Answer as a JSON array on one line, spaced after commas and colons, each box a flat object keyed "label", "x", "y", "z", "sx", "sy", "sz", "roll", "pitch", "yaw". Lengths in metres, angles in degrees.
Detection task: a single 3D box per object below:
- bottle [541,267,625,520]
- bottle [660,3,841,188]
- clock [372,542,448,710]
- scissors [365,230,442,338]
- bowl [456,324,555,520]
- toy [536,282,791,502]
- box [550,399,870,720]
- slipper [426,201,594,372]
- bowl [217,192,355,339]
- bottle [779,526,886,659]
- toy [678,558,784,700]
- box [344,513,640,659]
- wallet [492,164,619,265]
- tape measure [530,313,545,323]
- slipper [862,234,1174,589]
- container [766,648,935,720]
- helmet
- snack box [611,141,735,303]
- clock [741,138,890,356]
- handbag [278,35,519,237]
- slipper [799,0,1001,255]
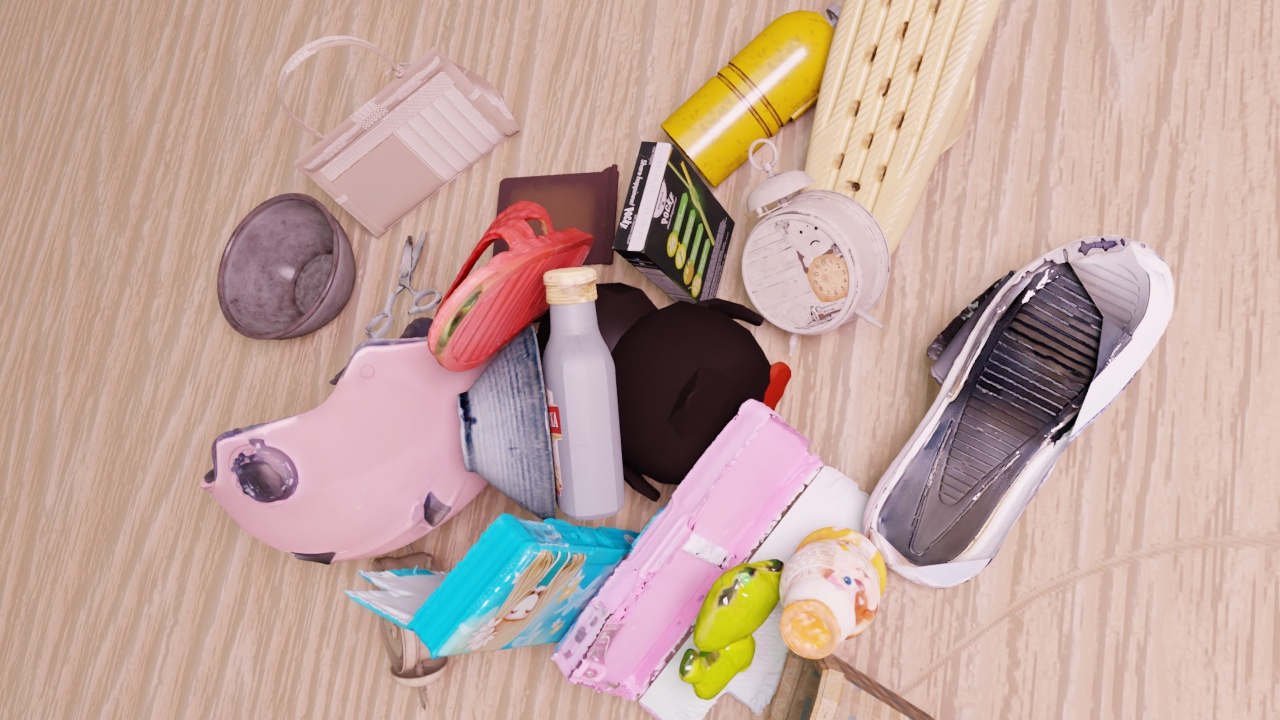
[{"label": "bottle", "x": -0.041, "y": 0.020, "z": 0.615, "sx": 0.046, "sy": 0.072, "sz": 0.161, "roll": -6, "pitch": 102, "yaw": -11}, {"label": "bottle", "x": 0.100, "y": -0.220, "z": 0.743, "sx": 0.164, "sy": 0.071, "sz": 0.071, "roll": -41, "pitch": 65, "yaw": 9}, {"label": "clock", "x": -0.181, "y": 0.219, "z": 0.751, "sx": 0.093, "sy": 0.054, "sz": 0.141, "roll": 13, "pitch": 110, "yaw": 60}, {"label": "scissors", "x": -0.221, "y": -0.065, "z": 0.826, "sx": 0.117, "sy": 0.014, "sz": 0.161, "roll": -36, "pitch": 38, "yaw": -10}, {"label": "bowl", "x": -0.094, "y": 0.046, "z": 0.629, "sx": 0.057, "sy": 0.137, "sz": 0.137, "roll": -6, "pitch": 72, "yaw": -9}, {"label": "toy", "x": -0.004, "y": 0.004, "z": 0.688, "sx": 0.184, "sy": 0.140, "sz": 0.159, "roll": 30, "pitch": 90, "yaw": 27}, {"label": "box", "x": 0.061, "y": 0.155, "z": 0.654, "sx": 0.230, "sy": 0.160, "sz": 0.063, "roll": -52, "pitch": 20, "yaw": 3}, {"label": "slipper", "x": -0.095, "y": -0.063, "z": 0.655, "sx": 0.059, "sy": 0.248, "sz": 0.104, "roll": 35, "pitch": 109, "yaw": 2}, {"label": "bowl", "x": -0.331, "y": -0.082, "z": 0.893, "sx": 0.145, "sy": 0.067, "sz": 0.144, "roll": -6, "pitch": 74, "yaw": 22}, {"label": "bottle", "x": 0.117, "y": 0.146, "z": 0.575, "sx": 0.063, "sy": 0.109, "sz": 0.063, "roll": 4, "pitch": 99, "yaw": 23}, {"label": "toy", "x": 0.061, "y": 0.175, "z": 0.604, "sx": 0.094, "sy": 0.094, "sz": 0.036, "roll": -32, "pitch": 43, "yaw": -29}, {"label": "box", "x": -0.092, "y": 0.163, "z": 0.637, "sx": 0.170, "sy": 0.227, "sz": 0.085, "roll": -18, "pitch": 71, "yaw": 17}, {"label": "wallet", "x": -0.075, "y": -0.127, "z": 0.825, "sx": 0.116, "sy": 0.018, "sz": 0.091, "roll": -1, "pitch": 77, "yaw": 20}, {"label": "tape measure", "x": -0.095, "y": -0.062, "z": 0.801, "sx": 0.059, "sy": 0.038, "sz": 0.058, "roll": -17, "pitch": 89, "yaw": 26}, {"label": "slipper", "x": 0.241, "y": 0.030, "z": 0.615, "sx": 0.111, "sy": 0.063, "sz": 0.264, "roll": 28, "pitch": 100, "yaw": -4}, {"label": "container", "x": 0.072, "y": 0.298, "z": 0.564, "sx": 0.186, "sy": 0.157, "sz": 0.249, "roll": 18, "pitch": 84, "yaw": 5}, {"label": "helmet", "x": -0.211, "y": 0.070, "z": 0.733, "sx": 0.255, "sy": 0.229, "sz": 0.152, "roll": -29, "pitch": 99, "yaw": 7}, {"label": "snack box", "x": 0.029, "y": -0.096, "z": 0.696, "sx": 0.025, "sy": 0.147, "sz": 0.080, "roll": 11, "pitch": 81, "yaw": 25}, {"label": "clock", "x": 0.114, "y": -0.086, "z": 0.669, "sx": 0.104, "sy": 0.061, "sz": 0.157, "roll": -19, "pitch": 98, "yaw": 42}, {"label": "handbag", "x": -0.234, "y": -0.214, "z": 0.811, "sx": 0.176, "sy": 0.198, "sz": 0.062, "roll": -34, "pitch": 66, "yaw": 12}, {"label": "slipper", "x": 0.191, "y": -0.189, "z": 0.694, "sx": 0.111, "sy": 0.079, "sz": 0.262, "roll": 24, "pitch": 106, "yaw": 27}]
